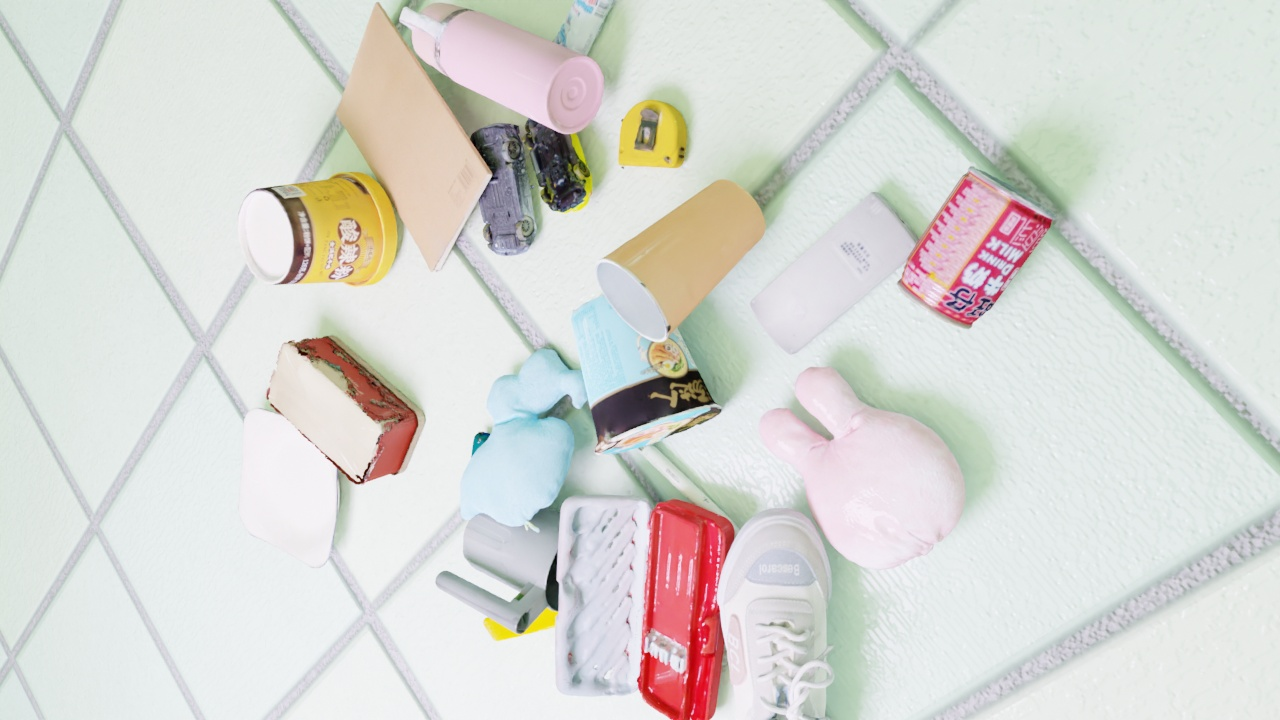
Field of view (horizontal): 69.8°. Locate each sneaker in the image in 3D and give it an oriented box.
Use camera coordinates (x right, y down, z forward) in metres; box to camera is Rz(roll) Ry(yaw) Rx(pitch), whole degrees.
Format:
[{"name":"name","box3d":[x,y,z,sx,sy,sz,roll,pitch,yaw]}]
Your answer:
[{"name":"sneaker","box3d":[0.105,0.237,0.708,0.089,0.090,0.242,-1,103,7]}]

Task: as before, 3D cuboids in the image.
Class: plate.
[{"name":"plate","box3d":[-0.395,0.142,1.054,0.164,0.034,0.164,17,106,29]}]

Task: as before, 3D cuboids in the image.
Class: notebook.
[{"name":"notebook","box3d":[-0.225,-0.212,0.887,0.211,0.012,0.150,56,137,12]}]

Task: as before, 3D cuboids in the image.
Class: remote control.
[{"name":"remote control","box3d":[0.146,-0.064,0.702,0.135,0.019,0.056,-44,74,28]}]

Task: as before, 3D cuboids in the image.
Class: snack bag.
[{"name":"snack bag","box3d":[-0.047,-0.295,0.785,0.048,0.026,0.104,50,119,26]}]

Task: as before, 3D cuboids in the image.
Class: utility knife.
[{"name":"utility knife","box3d":[-0.098,0.248,0.899,0.154,0.015,0.033,-23,78,33]}]

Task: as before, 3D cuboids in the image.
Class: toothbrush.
[{"name":"toothbrush","box3d":[0.063,0.131,0.781,0.189,0.020,0.029,43,111,20]}]

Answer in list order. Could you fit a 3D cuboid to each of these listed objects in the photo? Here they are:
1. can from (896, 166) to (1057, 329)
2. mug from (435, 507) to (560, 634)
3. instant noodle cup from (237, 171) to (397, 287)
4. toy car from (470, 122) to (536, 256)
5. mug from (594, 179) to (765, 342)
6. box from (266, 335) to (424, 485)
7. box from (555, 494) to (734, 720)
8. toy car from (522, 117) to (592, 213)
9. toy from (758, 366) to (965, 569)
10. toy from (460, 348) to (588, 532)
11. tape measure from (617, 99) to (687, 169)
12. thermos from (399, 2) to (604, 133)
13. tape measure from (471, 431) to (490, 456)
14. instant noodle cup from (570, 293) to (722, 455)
[{"name":"can","box3d":[0.226,-0.075,0.625,0.066,0.066,0.094,39,114,21]},{"name":"mug","box3d":[-0.112,0.183,0.838,0.103,0.123,0.084,18,130,30]},{"name":"instant noodle cup","box3d":[-0.326,-0.128,0.919,0.119,0.114,0.118,9,105,35]},{"name":"toy car","box3d":[-0.124,-0.157,0.845,0.054,0.036,0.121,1,104,36]},{"name":"mug","box3d":[0.035,-0.081,0.706,0.078,0.122,0.078,43,161,19]},{"name":"box","box3d":[-0.319,0.050,0.969,0.168,0.077,0.091,36,114,22]},{"name":"box","box3d":[0.002,0.214,0.797,0.160,0.065,0.201,9,108,16]},{"name":"toy car","box3d":[-0.070,-0.179,0.812,0.048,0.032,0.105,-30,70,30]},{"name":"toy","box3d":[0.164,0.079,0.692,0.159,0.054,0.122,50,119,18]},{"name":"toy","box3d":[-0.106,0.077,0.835,0.161,0.050,0.156,-32,58,10]},{"name":"tape measure","box3d":[0.009,-0.187,0.764,0.060,0.028,0.057,10,101,30]},{"name":"thermos","box3d":[-0.127,-0.262,0.793,0.199,0.087,0.067,34,101,31]},{"name":"tape measure","box3d":[-0.144,0.103,0.901,0.054,0.025,0.058,16,106,30]},{"name":"instant noodle cup","box3d":[-0.005,0.004,0.761,0.111,0.111,0.120,-26,77,31]}]
